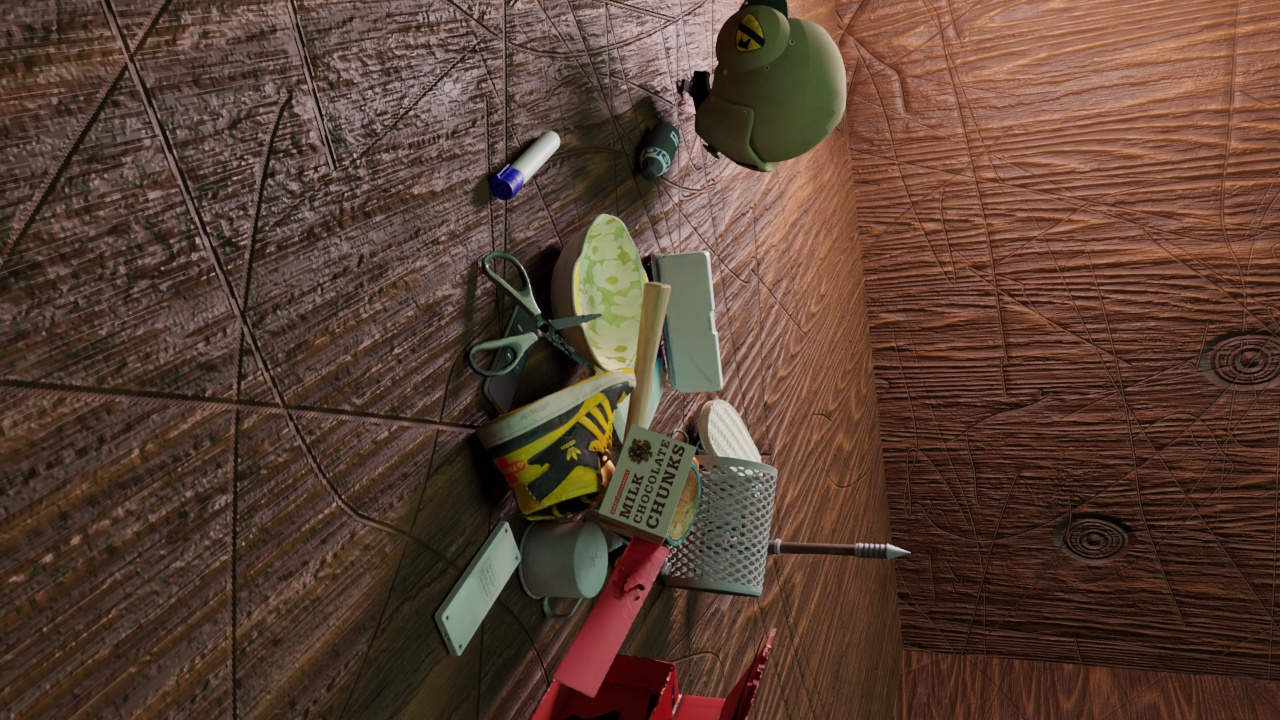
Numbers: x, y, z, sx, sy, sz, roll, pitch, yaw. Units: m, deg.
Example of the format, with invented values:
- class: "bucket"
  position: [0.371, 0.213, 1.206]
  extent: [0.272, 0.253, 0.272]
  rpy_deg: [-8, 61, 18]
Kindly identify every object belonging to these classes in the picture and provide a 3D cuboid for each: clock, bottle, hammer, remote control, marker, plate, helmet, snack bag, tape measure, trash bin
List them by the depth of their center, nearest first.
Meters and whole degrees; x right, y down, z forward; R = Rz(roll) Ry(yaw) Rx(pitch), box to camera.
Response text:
- class: "remote control"
  position: [-0.155, 0.217, 0.887]
  extent: [0.135, 0.011, 0.050]
  rpy_deg: [-57, 139, -54]
- class: "remote control"
  position: [-0.131, -0.013, 0.967]
  extent: [0.045, 0.008, 0.146]
  rpy_deg: [62, 34, -45]
- class: "marker"
  position: [-0.122, -0.213, 0.989]
  extent: [0.027, 0.023, 0.132]
  rpy_deg: [53, 36, -19]
- class: "snack bag"
  position: [0.005, 0.145, 0.998]
  extent: [0.206, 0.070, 0.094]
  rpy_deg: [96, 14, -74]
- class: "bottle"
  position: [-0.074, 0.141, 1.020]
  extent: [0.108, 0.063, 0.063]
  rpy_deg: [-24, 110, -57]
- class: "hammer"
  position: [-0.005, 0.067, 1.104]
  extent: [0.117, 0.051, 0.323]
  rpy_deg: [-14, 115, -66]
- class: "tape measure"
  position: [-0.003, 0.257, 1.170]
  extent: [0.064, 0.066, 0.037]
  rpy_deg: [52, 40, -18]
- class: "clock"
  position: [0.030, 0.169, 1.243]
  extent: [0.121, 0.073, 0.157]
  rpy_deg: [36, 67, -61]
- class: "plate"
  position: [-0.007, 0.007, 1.244]
  extent: [0.186, 0.016, 0.187]
  rpy_deg: [-65, 145, -47]
- class: "bottle"
  position: [0.025, -0.296, 1.311]
  extent: [0.112, 0.047, 0.047]
  rpy_deg: [-70, 148, -41]
- class: "trash bin"
  position: [0.113, 0.243, 1.335]
  extent: [0.156, 0.157, 0.183]
  rpy_deg: [37, 57, -61]
- class: "helmet"
  position: [0.181, -0.409, 1.393]
  extent: [0.250, 0.256, 0.232]
  rpy_deg: [14, 72, -64]
- class: "hammer"
  position: [0.253, 0.294, 1.436]
  extent: [0.155, 0.323, 0.043]
  rpy_deg: [-69, 147, -43]

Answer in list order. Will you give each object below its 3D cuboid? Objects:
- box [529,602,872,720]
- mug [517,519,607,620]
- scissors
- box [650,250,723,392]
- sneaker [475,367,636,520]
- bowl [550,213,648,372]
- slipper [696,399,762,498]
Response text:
- class: "box"
  position: [0.052, 0.375, 0.905]
  extent: [0.124, 0.379, 0.210]
  rpy_deg: [63, 31, -15]
- class: "mug"
  position: [-0.080, 0.227, 0.988]
  extent: [0.084, 0.071, 0.113]
  rpy_deg: [-34, 117, -63]
- class: "scissors"
  position: [-0.112, -0.035, 0.929]
  extent: [0.170, 0.013, 0.157]
  rpy_deg: [52, 58, -12]
- class: "box"
  position: [0.061, -0.057, 1.302]
  extent: [0.122, 0.078, 0.197]
  rpy_deg: [-153, -126, -69]
- class: "sneaker"
  position: [-0.062, 0.087, 0.964]
  extent: [0.237, 0.086, 0.122]
  rpy_deg: [-21, 89, -53]
- class: "bowl"
  position: [-0.055, -0.075, 1.086]
  extent: [0.219, 0.060, 0.188]
  rpy_deg: [-3, 91, -68]
- class: "slipper"
  position: [0.146, 0.156, 1.545]
  extent: [0.263, 0.052, 0.114]
  rpy_deg: [50, 45, -49]
